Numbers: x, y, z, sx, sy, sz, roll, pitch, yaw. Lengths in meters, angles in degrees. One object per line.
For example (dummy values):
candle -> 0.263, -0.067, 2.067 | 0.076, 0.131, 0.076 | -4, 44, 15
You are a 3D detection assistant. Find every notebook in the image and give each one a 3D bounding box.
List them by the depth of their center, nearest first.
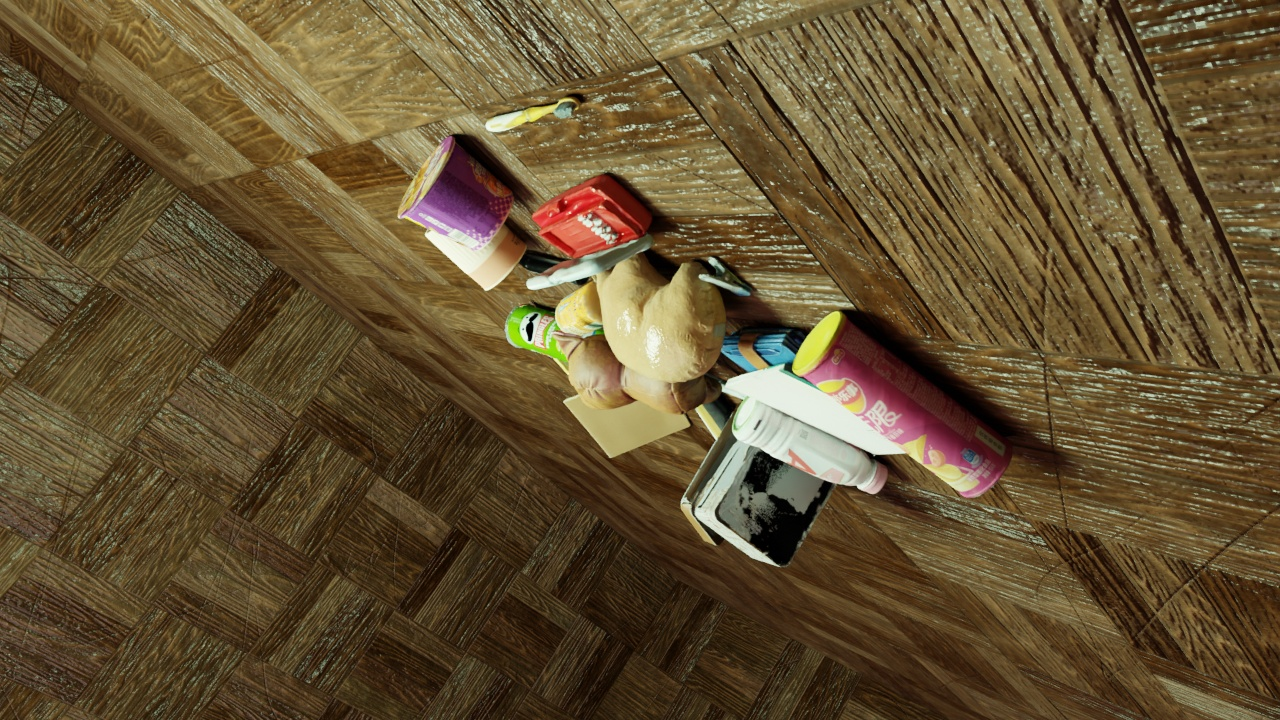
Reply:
notebook -> 0.213, 0.059, 1.016 | 0.209, 0.012, 0.151 | 25, 166, -13
notebook -> -0.016, 0.083, 1.438 | 0.208, 0.148, 0.008 | 57, -167, -55

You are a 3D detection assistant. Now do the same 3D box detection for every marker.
marker -> 0.124, 0.039, 1.161 | 0.146, 0.016, 0.017 | 21, 163, 10

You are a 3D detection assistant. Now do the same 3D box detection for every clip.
clip -> 0.086, -0.079, 0.923 | 0.056, 0.028, 0.024 | 30, 169, -24

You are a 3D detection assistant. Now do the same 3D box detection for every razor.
razor -> 0.111, 0.085, 1.308 | 0.068, 0.062, 0.167 | -15, 131, 31

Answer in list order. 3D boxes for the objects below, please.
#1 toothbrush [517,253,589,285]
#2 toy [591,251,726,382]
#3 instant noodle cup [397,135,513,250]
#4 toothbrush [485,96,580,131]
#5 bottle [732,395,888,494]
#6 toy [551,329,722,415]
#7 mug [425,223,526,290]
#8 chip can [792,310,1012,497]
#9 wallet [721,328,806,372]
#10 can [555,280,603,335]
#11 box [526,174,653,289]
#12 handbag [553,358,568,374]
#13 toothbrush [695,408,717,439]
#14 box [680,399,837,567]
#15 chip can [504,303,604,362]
toothbrush -> -0.145, -0.131, 1.229 | 0.213, 0.027, 0.026 | 19, 118, 45
toy -> 0.001, -0.053, 1.017 | 0.082, 0.143, 0.226 | -3, -162, -43
instant noodle cup -> -0.209, -0.187, 1.063 | 0.099, 0.111, 0.112 | 31, 168, -27
toothbrush -> -0.108, -0.230, 0.871 | 0.016, 0.018, 0.192 | 45, 162, -29
bottle -> 0.211, 0.105, 1.121 | 0.197, 0.068, 0.068 | 27, 166, -10
toy -> -0.007, 0.007, 1.137 | 0.200, 0.130, 0.140 | -5, 118, 27
mug -> -0.220, -0.157, 1.205 | 0.106, 0.081, 0.115 | 42, 164, -21
chip can -> 0.247, 0.043, 0.864 | 0.210, 0.071, 0.071 | 36, 165, -7
wallet -> 0.155, 0.002, 1.000 | 0.106, 0.040, 0.133 | 36, 164, -22
can -> -0.068, -0.068, 1.201 | 0.058, 0.058, 0.146 | 38, 164, -13
box -> -0.068, -0.119, 0.974 | 0.095, 0.099, 0.202 | 39, 164, -20
handbag -> -0.083, 0.013, 1.503 | 0.163, 0.063, 0.179 | 46, 176, -36
toothbrush -> 0.129, 0.117, 1.416 | 0.221, 0.027, 0.026 | 54, -166, -52
box -> 0.143, 0.162, 1.230 | 0.150, 0.181, 0.168 | 38, 165, -11
chip can -> -0.108, -0.032, 1.368 | 0.236, 0.072, 0.072 | 17, 157, 46
